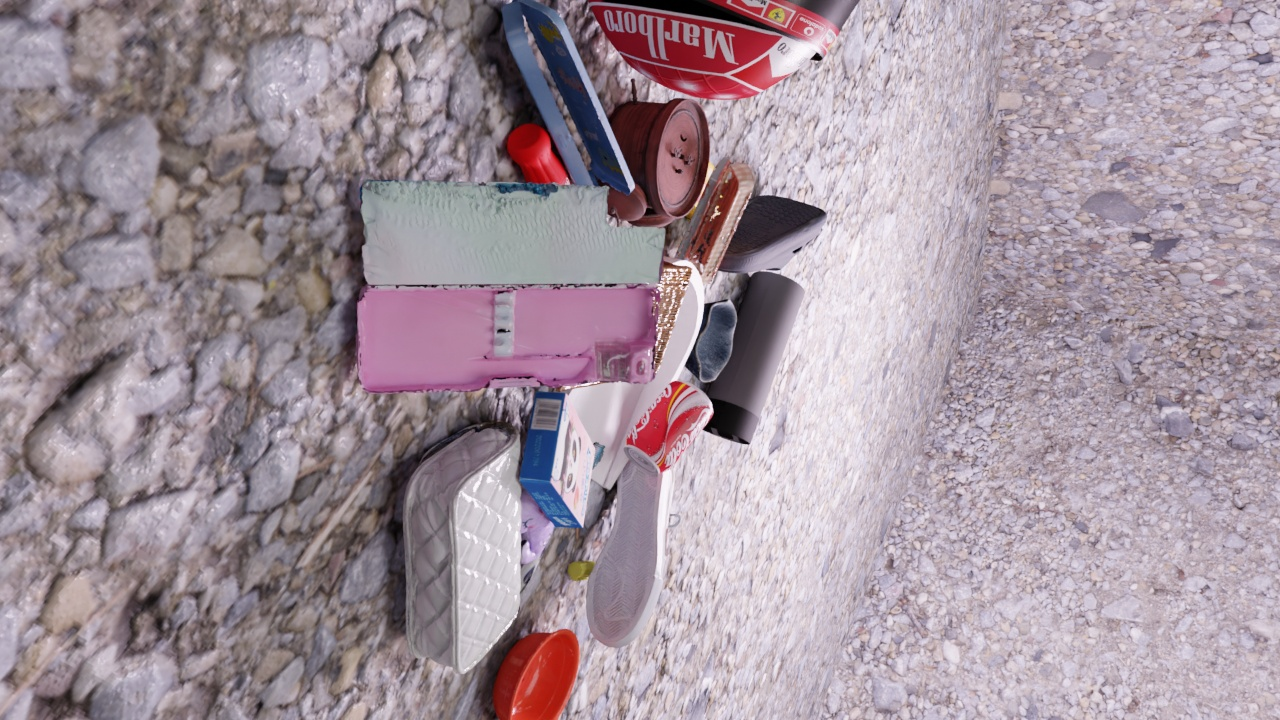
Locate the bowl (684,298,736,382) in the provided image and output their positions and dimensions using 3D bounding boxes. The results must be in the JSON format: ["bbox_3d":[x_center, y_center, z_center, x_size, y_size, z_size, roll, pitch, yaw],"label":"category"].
[{"bbox_3d":[0.077,-0.029,1.167,0.110,0.055,0.110,-38,135,-51],"label":"bowl"}]

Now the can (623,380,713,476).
[{"bbox_3d":[0.032,0.078,1.061,0.104,0.064,0.064,-49,145,-22],"label":"can"}]

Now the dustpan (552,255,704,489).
[{"bbox_3d":[-0.006,0.006,1.026,0.257,0.053,0.191,-68,153,-14],"label":"dustpan"}]

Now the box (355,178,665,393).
[{"bbox_3d":[-0.095,-0.056,0.691,0.230,0.035,0.159,-2,109,-18],"label":"box"}]

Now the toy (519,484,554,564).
[{"bbox_3d":[-0.113,0.160,0.920,0.080,0.036,0.100,-66,154,-20],"label":"toy"}]

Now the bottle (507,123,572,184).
[{"bbox_3d":[-0.081,-0.157,0.814,0.036,0.036,0.119,-63,152,-22],"label":"bottle"}]

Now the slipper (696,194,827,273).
[{"bbox_3d":[0.162,-0.150,1.215,0.267,0.111,0.083,-35,136,-48],"label":"slipper"}]

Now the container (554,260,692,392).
[{"bbox_3d":[-0.054,-0.048,0.839,0.198,0.114,0.113,-7,115,-60],"label":"container"}]

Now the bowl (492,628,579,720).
[{"bbox_3d":[-0.120,0.348,0.995,0.130,0.045,0.131,-38,136,-50],"label":"bowl"}]

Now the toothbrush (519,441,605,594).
[{"bbox_3d":[-0.088,0.170,0.980,0.188,0.017,0.016,-61,150,-14],"label":"toothbrush"}]

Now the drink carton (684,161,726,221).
[{"bbox_3d":[0.059,-0.202,1.056,0.134,0.043,0.058,25,82,-63],"label":"drink carton"}]

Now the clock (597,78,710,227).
[{"bbox_3d":[0.010,-0.193,0.931,0.120,0.072,0.157,6,97,-63],"label":"clock"}]

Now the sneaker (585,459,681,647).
[{"bbox_3d":[0.002,0.221,1.090,0.091,0.090,0.241,49,47,-56],"label":"sneaker"}]

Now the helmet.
[{"bbox_3d":[0.075,-0.332,0.761,0.197,0.271,0.225,-9,116,-59],"label":"helmet"}]

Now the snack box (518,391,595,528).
[{"bbox_3d":[-0.077,0.099,0.879,0.154,0.033,0.087,73,23,-64],"label":"snack box"}]

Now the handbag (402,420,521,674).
[{"bbox_3d":[-0.154,0.161,0.805,0.138,0.072,0.195,-40,137,-62],"label":"handbag"}]

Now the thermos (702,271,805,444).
[{"bbox_3d":[0.156,-0.002,1.306,0.240,0.082,0.082,-68,153,-13],"label":"thermos"}]

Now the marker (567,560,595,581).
[{"bbox_3d":[-0.052,0.253,1.108,0.123,0.017,0.021,25,82,-65],"label":"marker"}]

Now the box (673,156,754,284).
[{"bbox_3d":[0.070,-0.156,1.032,0.189,0.063,0.056,111,-29,-52],"label":"box"}]

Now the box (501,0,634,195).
[{"bbox_3d":[-0.055,-0.219,0.791,0.210,0.059,0.068,65,6,-53],"label":"box"}]
